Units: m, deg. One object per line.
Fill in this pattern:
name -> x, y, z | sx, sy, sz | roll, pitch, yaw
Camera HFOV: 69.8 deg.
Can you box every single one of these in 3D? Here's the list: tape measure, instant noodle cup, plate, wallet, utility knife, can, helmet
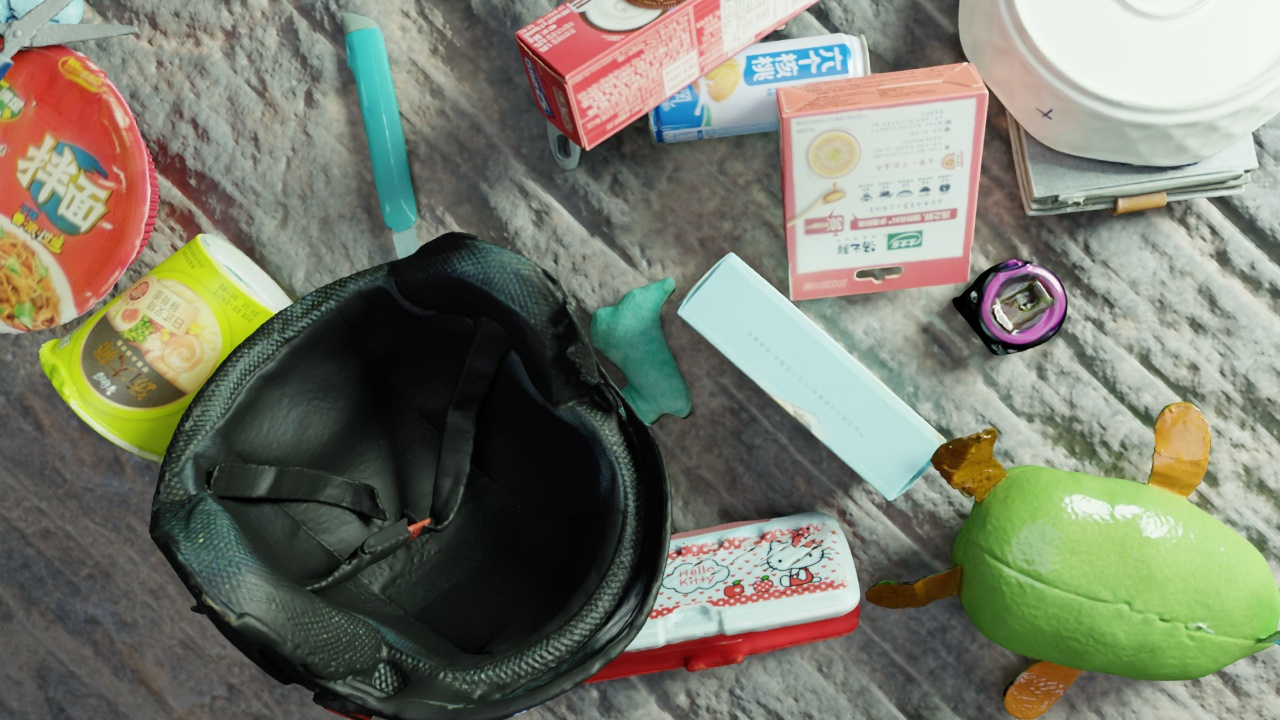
tape measure -> 0.232, -0.034, 0.569 | 0.058, 0.039, 0.057 | -36, 89, 7
instant noodle cup -> -0.404, -0.115, 0.619 | 0.194, 0.066, 0.194 | 0, 94, 5
instant noodle cup -> -0.297, -0.015, 0.599 | 0.123, 0.111, 0.111 | -45, 89, -1
plate -> 0.292, -0.216, 0.526 | 0.205, 0.045, 0.204 | -1, 81, 7
wallet -> 0.293, -0.141, 0.557 | 0.130, 0.037, 0.106 | -7, 82, 6
utility knife -> -0.172, -0.143, 0.617 | 0.029, 0.013, 0.187 | -11, 91, 8
can -> 0.071, -0.168, 0.570 | 0.134, 0.053, 0.053 | -5, 93, 6
helmet -> -0.116, 0.078, 0.515 | 0.275, 0.231, 0.233 | 34, 67, 11

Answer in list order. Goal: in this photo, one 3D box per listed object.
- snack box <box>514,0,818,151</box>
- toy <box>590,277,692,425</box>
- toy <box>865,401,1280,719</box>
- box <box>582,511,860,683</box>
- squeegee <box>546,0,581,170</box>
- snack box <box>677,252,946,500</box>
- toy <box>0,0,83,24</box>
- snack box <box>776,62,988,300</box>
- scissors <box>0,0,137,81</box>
snack box -> 0.031, -0.205, 0.532 | 0.207, 0.058, 0.057 | -35, 58, -12
toy -> -0.004, 0.004, 0.603 | 0.096, 0.030, 0.092 | -26, 89, 13
toy -> 0.269, 0.126, 0.552 | 0.247, 0.089, 0.227 | 18, 113, -2
box -> 0.035, 0.155, 0.575 | 0.201, 0.098, 0.095 | -13, 92, 7
squeegee -> -0.037, -0.245, 0.570 | 0.248, 0.040, 0.250 | 11, 103, 19
snack box -> 0.102, 0.007, 0.568 | 0.175, 0.074, 0.052 | 42, 96, 2
toy -> -0.454, -0.244, 0.623 | 0.156, 0.050, 0.161 | 7, 90, 3
snack box -> 0.142, -0.105, 0.555 | 0.113, 0.044, 0.127 | -5, 128, 6
scissors -> -0.404, -0.202, 0.575 | 0.163, 0.012, 0.162 | 33, 94, 3
